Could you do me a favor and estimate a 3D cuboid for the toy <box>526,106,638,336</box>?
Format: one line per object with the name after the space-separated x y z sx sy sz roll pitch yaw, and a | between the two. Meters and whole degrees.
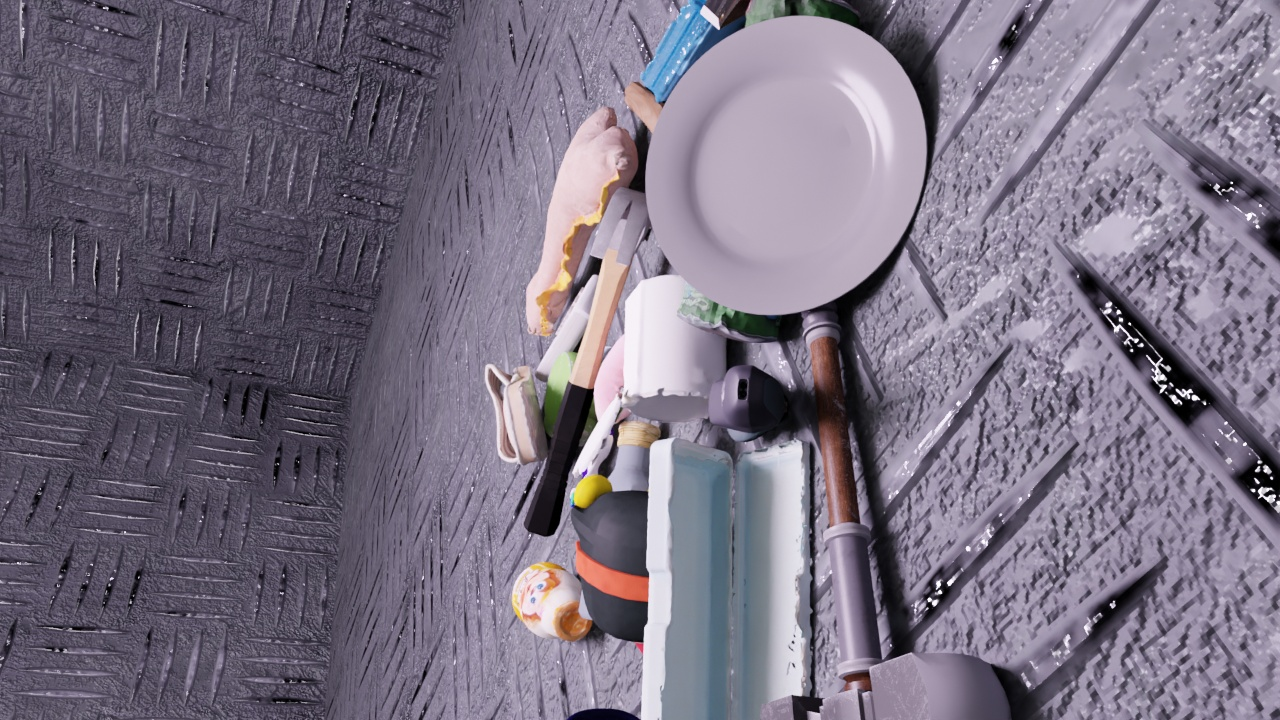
-0.071 -0.126 0.948 0.196 0.065 0.265 -104 33 -60 | toy

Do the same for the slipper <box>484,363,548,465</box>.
-0.132 0.056 0.964 0.263 0.052 0.115 -160 57 -85 | slipper

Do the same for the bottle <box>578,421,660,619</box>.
-0.011 0.131 0.747 0.072 0.046 0.161 155 126 -64 | bottle

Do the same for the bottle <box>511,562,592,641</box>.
-0.078 0.226 0.845 0.109 0.063 0.063 -178 99 -68 | bottle

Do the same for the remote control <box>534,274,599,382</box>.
-0.075 -0.032 0.988 0.139 0.025 0.060 -54 9 47 | remote control

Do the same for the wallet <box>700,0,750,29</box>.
0.092 -0.273 0.627 0.122 0.019 0.072 -45 -5 -43 | wallet

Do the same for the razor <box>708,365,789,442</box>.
0.064 0.024 0.553 0.143 0.052 0.047 38 -124 -79 | razor

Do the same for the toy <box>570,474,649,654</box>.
-0.001 0.151 0.653 0.100 0.097 0.119 20 101 64 | toy

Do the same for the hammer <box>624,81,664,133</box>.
0.026 -0.207 0.830 0.328 0.052 0.098 -111 38 -58 | hammer

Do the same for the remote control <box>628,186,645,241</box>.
-0.016 -0.159 0.943 0.150 0.013 0.034 -125 52 -62 | remote control

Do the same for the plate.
0.083 -0.116 0.556 0.179 0.012 0.178 0 90 30 | plate

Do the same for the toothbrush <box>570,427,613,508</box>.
-0.046 0.102 0.843 0.187 0.015 0.016 116 154 -61 | toothbrush

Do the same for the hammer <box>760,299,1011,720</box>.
0.109 0.061 0.506 0.156 0.043 0.321 131 146 -51 | hammer

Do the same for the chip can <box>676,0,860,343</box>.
0.081 -0.124 0.609 0.075 0.075 0.223 -153 76 -67 | chip can

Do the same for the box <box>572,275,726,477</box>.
0.006 0.014 0.671 0.085 0.118 0.159 139 135 -60 | box

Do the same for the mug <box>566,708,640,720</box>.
-0.018 0.287 0.622 0.111 0.096 0.079 -109 37 -51 | mug

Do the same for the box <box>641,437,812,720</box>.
0.063 0.146 0.552 0.096 0.085 0.198 -10 70 37 | box

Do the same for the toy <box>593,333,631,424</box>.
-0.005 0.005 0.780 0.102 0.050 0.093 -50 11 8 | toy

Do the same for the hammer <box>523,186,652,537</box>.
-0.049 0.006 0.838 0.131 0.039 0.328 -61 -12 -77 | hammer

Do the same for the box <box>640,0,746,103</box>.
0.088 -0.325 0.719 0.232 0.066 0.172 -49 18 52 | box

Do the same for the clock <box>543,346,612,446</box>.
-0.068 0.040 0.936 0.094 0.042 0.119 -177 97 -69 | clock
